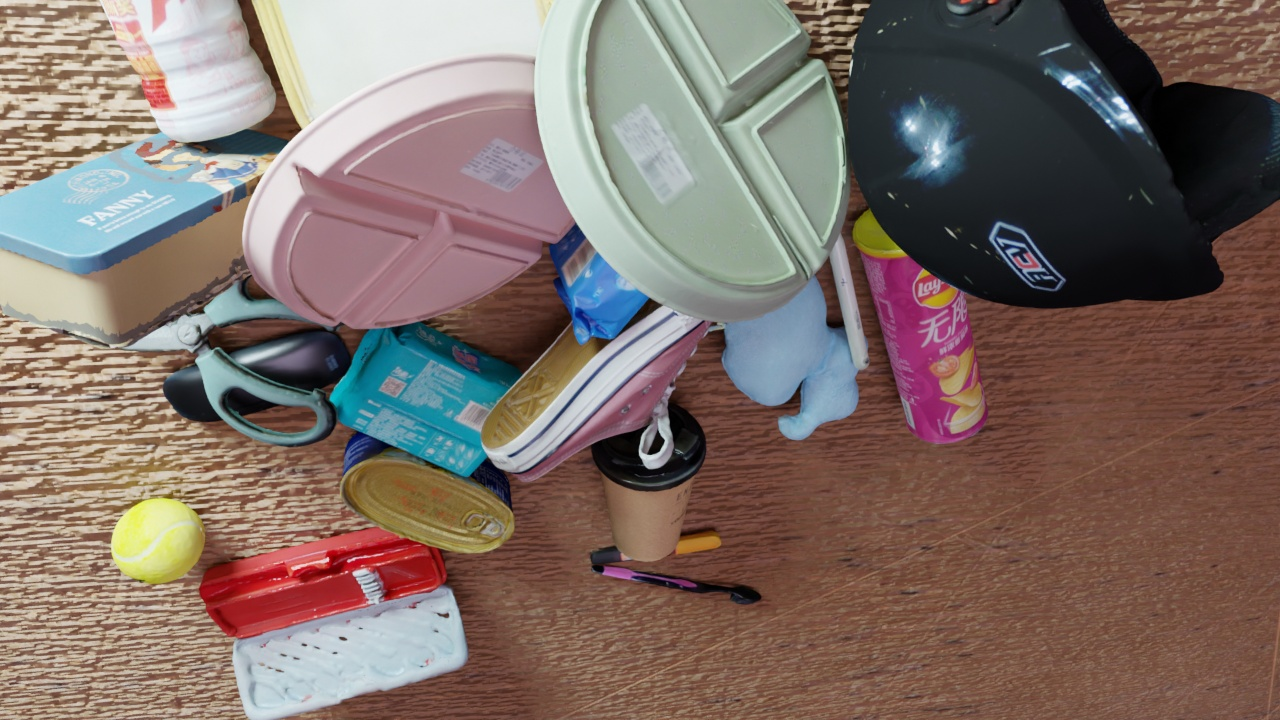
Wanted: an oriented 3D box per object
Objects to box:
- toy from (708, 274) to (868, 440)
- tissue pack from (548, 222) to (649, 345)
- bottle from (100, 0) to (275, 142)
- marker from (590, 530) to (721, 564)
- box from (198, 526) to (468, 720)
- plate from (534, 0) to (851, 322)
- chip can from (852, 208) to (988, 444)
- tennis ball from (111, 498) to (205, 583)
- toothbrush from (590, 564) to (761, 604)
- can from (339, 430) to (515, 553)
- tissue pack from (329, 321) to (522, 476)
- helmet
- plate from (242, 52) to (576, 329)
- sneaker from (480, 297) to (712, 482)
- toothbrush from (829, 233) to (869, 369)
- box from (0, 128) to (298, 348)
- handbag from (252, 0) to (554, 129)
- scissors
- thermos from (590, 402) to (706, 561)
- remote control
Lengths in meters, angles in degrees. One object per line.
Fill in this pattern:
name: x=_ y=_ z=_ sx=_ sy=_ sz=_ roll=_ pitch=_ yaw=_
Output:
toy: x=0.121 y=-0.006 z=0.732 sx=0.156 sy=0.050 sz=0.162 roll=-3 pitch=115 yaw=-28
tissue pack: x=-0.003 y=-0.089 z=0.619 sx=0.052 sy=0.095 sz=0.157 roll=29 pitch=113 yaw=-30
bottle: x=-0.261 y=-0.219 z=0.485 sx=0.068 sy=0.068 sz=0.197 roll=-14 pitch=123 yaw=-3
marker: x=0.014 y=0.177 z=0.865 sx=0.124 sy=0.015 sz=0.018 roll=-8 pitch=125 yaw=-4
box: x=-0.264 y=0.224 z=0.804 sx=0.201 sy=0.063 sz=0.160 roll=-13 pitch=108 yaw=-4
plate: x=0.044 y=-0.137 z=0.538 sx=0.230 sy=0.229 sz=0.028 roll=27 pitch=157 yaw=-28
chip can: x=0.228 y=-0.027 z=0.731 sx=0.071 sy=0.071 sz=0.211 roll=-24 pitch=128 yaw=4
tennis ball: x=-0.375 y=0.140 z=0.714 sx=0.065 sy=0.065 sz=0.066 roll=-6 pitch=126 yaw=-9
toothbrush: x=0.036 y=0.221 z=0.902 sx=0.189 sy=0.014 sz=0.018 roll=15 pitch=132 yaw=-22
can: x=-0.171 y=0.105 z=0.746 sx=0.148 sy=0.049 sz=0.075 roll=28 pitch=115 yaw=-29
tissue pack: x=-0.157 y=0.026 z=0.692 sx=0.133 sy=0.050 sz=0.093 roll=29 pitch=116 yaw=-29
helmet: x=0.234 y=-0.143 z=0.532 sx=0.231 sy=0.273 sz=0.233 roll=-24 pitch=126 yaw=38
plate: x=-0.119 y=-0.089 z=0.553 sx=0.229 sy=0.028 sz=0.230 roll=-27 pitch=161 yaw=-11
sneaker: x=-0.004 y=0.004 z=0.666 sx=0.241 sy=0.118 sz=0.088 roll=-44 pitch=123 yaw=-3
toothbrush: x=0.153 y=-0.073 z=0.693 sx=0.029 sy=0.020 sz=0.190 roll=-39 pitch=125 yaw=-35
box: x=-0.269 y=-0.073 z=0.508 sx=0.090 sy=0.183 sz=0.063 roll=16 pitch=124 yaw=12
handbag: x=-0.136 y=-0.225 z=0.520 sx=0.163 sy=0.063 sz=0.179 roll=-16 pitch=112 yaw=-1
scissors: x=-0.280 y=0.002 z=0.642 sx=0.176 sy=0.019 sz=0.172 roll=-8 pitch=106 yaw=-6
thermos: x=0.006 y=0.102 z=0.766 sx=0.093 sy=0.093 sz=0.143 roll=-7 pitch=133 yaw=-8
remote control: x=-0.281 y=0.015 z=0.671 sx=0.136 sy=0.024 sz=0.053 roll=-18 pitch=127 yaw=0
